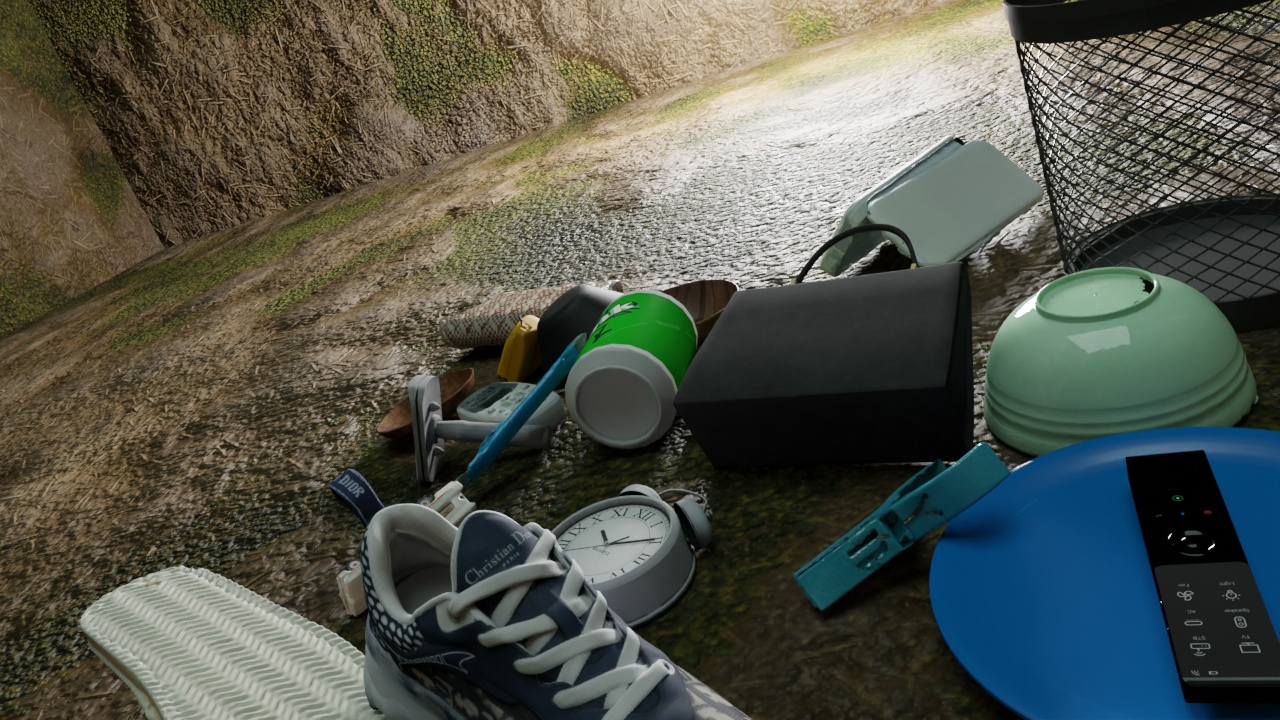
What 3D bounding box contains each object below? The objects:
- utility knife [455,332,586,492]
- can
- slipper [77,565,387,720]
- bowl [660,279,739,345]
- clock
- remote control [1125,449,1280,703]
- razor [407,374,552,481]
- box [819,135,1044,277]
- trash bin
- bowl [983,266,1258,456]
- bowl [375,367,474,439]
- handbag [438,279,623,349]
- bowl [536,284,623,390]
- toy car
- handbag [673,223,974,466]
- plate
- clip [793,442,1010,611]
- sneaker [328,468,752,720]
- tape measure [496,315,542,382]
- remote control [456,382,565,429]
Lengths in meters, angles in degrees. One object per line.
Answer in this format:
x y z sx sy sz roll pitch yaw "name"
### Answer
-0.110 0.061 0.719 0.015 0.031 0.219 30 65 19 "utility knife"
-0.004 0.004 0.744 0.088 0.088 0.139 -12 23 18 "can"
-0.237 0.194 0.529 0.263 0.052 0.114 17 30 37 "slipper"
0.040 -0.038 0.877 0.119 0.032 0.119 -17 22 7 "bowl"
-0.008 0.115 0.560 0.122 0.035 0.095 -36 28 -33 "clock"
0.236 0.084 0.390 0.034 0.013 0.149 -9 24 24 "remote control"
-0.131 0.060 0.761 0.116 0.088 0.047 4 26 5 "razor"
0.276 -0.132 0.895 0.210 0.105 0.129 -30 65 -31 "box"
0.380 -0.161 0.623 0.218 0.227 0.217 -17 22 7 "trash bin"
0.280 -0.008 0.555 0.151 0.077 0.150 -18 22 7 "bowl"
-0.200 0.048 0.880 0.102 0.026 0.114 -23 17 19 "bowl"
-0.121 -0.049 1.021 0.186 0.047 0.123 -3 19 34 "handbag"
-0.060 -0.035 0.869 0.124 0.052 0.124 -37 20 16 "bowl"
-0.159 0.133 0.645 0.039 0.039 0.112 21 41 27 "toy car"
0.140 -0.028 0.639 0.176 0.072 0.195 -5 46 31 "handbag"
0.245 0.099 0.404 0.224 0.024 0.224 -17 22 7 "plate"
0.146 0.082 0.500 0.123 0.033 0.120 -42 -8 26 "clip"
-0.048 0.130 0.414 0.270 0.132 0.103 14 37 39 "sneaker"
-0.114 -0.016 0.911 0.030 0.068 0.058 27 32 11 "tape measure"
-0.115 0.045 0.820 0.060 0.028 0.114 -35 26 -34 "remote control"
